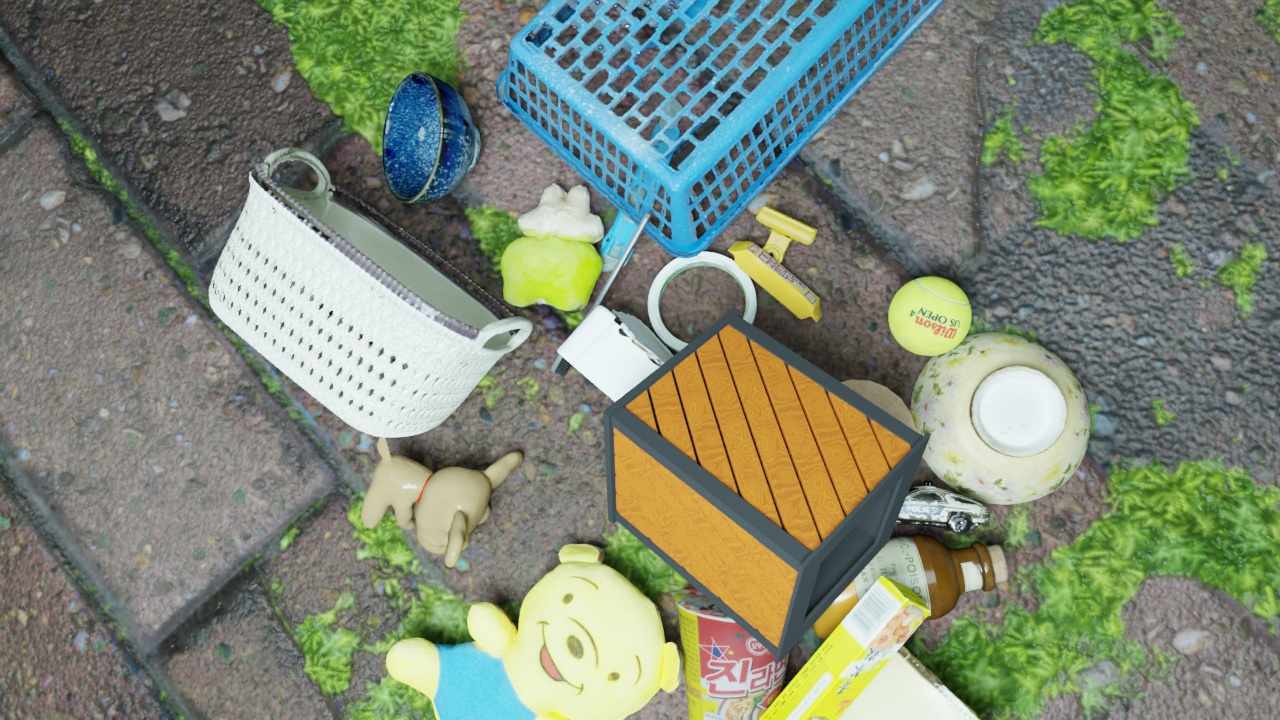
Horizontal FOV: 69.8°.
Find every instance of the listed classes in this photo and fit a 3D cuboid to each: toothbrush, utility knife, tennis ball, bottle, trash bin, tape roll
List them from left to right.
[{"bbox_3d":[-0.034,-0.056,0.794,0.013,0.012,0.167,32,108,3],"label":"toothbrush"},{"bbox_3d":[0.002,-0.158,0.829,0.031,0.015,0.174,21,84,6],"label":"utility knife"},{"bbox_3d":[0.054,-0.049,0.806,0.094,0.018,0.093,-1,82,6],"label":"tape roll"},{"bbox_3d":[0.084,0.088,0.673,0.172,0.140,0.139,36,58,28],"label":"trash bin"},{"bbox_3d":[0.181,0.064,0.769,0.094,0.027,0.094,-1,82,7],"label":"tape roll"},{"bbox_3d":[0.210,0.175,0.730,0.157,0.068,0.067,-11,81,5],"label":"bottle"},{"bbox_3d":[0.238,-0.036,0.757,0.065,0.065,0.065,-1,82,7],"label":"tennis ball"}]

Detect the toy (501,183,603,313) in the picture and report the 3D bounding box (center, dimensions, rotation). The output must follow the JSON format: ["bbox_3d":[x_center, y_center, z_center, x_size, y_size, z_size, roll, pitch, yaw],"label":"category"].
[{"bbox_3d":[-0.076,-0.101,0.817,0.092,0.043,0.117,6,79,12],"label":"toy"}]

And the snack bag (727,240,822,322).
[{"bbox_3d":[0.119,-0.069,0.792,0.099,0.026,0.020,41,124,4],"label":"snack bag"}]

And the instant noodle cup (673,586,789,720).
[{"bbox_3d":[0.076,0.245,0.729,0.100,0.100,0.112,1,90,7],"label":"instant noodle cup"}]

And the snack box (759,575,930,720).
[{"bbox_3d":[0.152,0.228,0.683,0.148,0.040,0.029,-52,40,8],"label":"snack box"}]

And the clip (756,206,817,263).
[{"bbox_3d":[0.123,-0.108,0.802,0.054,0.048,0.046,28,61,8],"label":"clip"}]

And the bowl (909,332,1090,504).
[{"bbox_3d":[0.297,0.043,0.740,0.145,0.063,0.145,-1,82,6],"label":"bowl"}]

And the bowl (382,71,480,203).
[{"bbox_3d":[-0.181,-0.197,0.826,0.115,0.060,0.114,2,93,50],"label":"bowl"}]

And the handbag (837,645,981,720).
[{"bbox_3d":[0.200,0.291,0.713,0.111,0.081,0.119,43,91,18],"label":"handbag"}]

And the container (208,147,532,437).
[{"bbox_3d":[-0.229,-0.048,0.764,0.251,0.184,0.143,37,97,10],"label":"container"}]

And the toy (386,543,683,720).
[{"bbox_3d":[-0.080,0.247,0.750,0.214,0.084,0.149,-31,80,0],"label":"toy"}]

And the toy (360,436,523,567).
[{"bbox_3d":[-0.176,0.118,0.777,0.108,0.133,0.106,18,127,9],"label":"toy"}]

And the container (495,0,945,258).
[{"bbox_3d":[0.069,-0.301,0.794,0.257,0.089,0.362,43,87,12],"label":"container"}]

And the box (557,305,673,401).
[{"bbox_3d":[0.003,-0.005,0.764,0.107,0.102,0.095,38,86,11],"label":"box"}]

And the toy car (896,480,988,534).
[{"bbox_3d":[0.222,0.117,0.746,0.113,0.048,0.040,3,83,7],"label":"toy car"}]
